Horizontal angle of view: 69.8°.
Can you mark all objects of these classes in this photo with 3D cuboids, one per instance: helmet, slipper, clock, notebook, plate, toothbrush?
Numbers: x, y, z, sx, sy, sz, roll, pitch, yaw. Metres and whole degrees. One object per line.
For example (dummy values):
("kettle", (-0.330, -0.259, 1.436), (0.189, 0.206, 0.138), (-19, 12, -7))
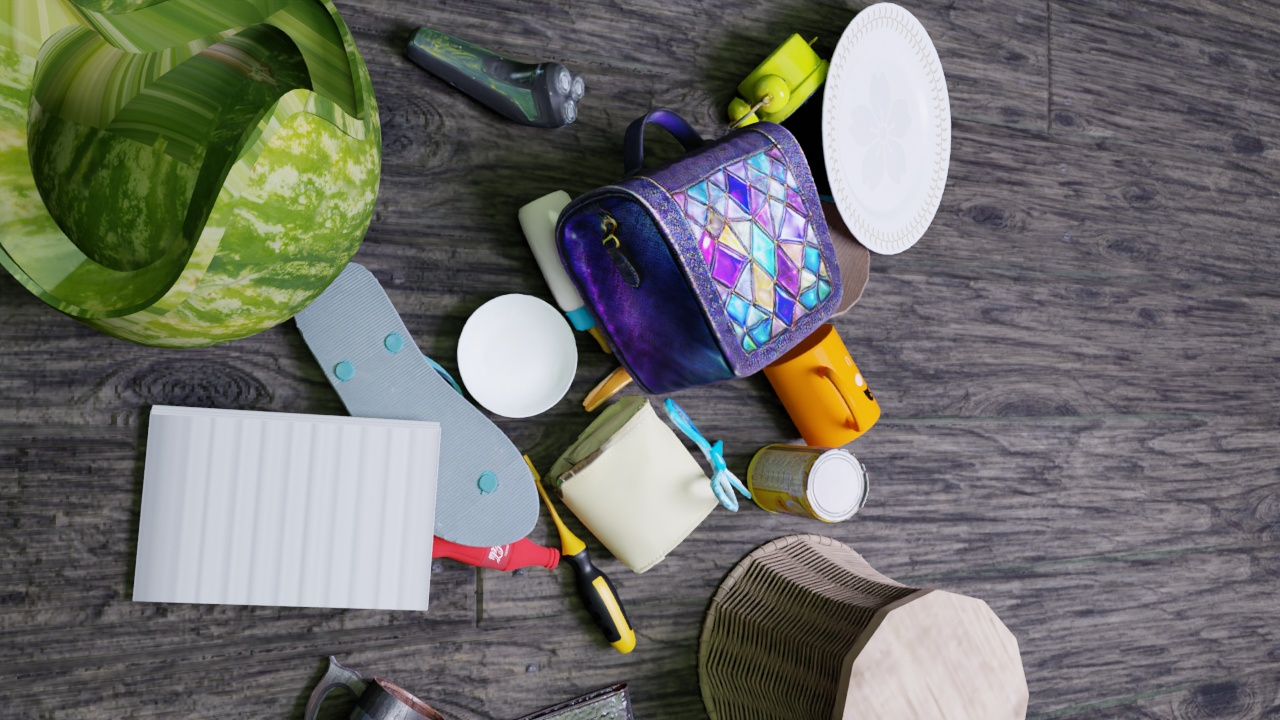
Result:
("helmet", (-0.283, -0.127, 0.595), (0.213, 0.246, 0.244), (24, 117, -1))
("slipper", (-0.187, 0.044, 0.739), (0.098, 0.055, 0.269), (-39, 92, -19))
("clock", (0.129, -0.255, 0.867), (0.057, 0.083, 0.118), (46, 68, -10))
("notebook", (-0.261, 0.111, 0.688), (0.209, 0.009, 0.142), (4, 87, -8))
("plate", (0.246, -0.228, 0.918), (0.241, 0.016, 0.242), (-7, 99, -44))
("plate", (-0.107, -0.003, 0.782), (0.104, 0.026, 0.104), (1, 86, -23))
("toothbrush", (-0.056, 0.169, 0.798), (0.030, 0.031, 0.196), (-31, 96, -33))

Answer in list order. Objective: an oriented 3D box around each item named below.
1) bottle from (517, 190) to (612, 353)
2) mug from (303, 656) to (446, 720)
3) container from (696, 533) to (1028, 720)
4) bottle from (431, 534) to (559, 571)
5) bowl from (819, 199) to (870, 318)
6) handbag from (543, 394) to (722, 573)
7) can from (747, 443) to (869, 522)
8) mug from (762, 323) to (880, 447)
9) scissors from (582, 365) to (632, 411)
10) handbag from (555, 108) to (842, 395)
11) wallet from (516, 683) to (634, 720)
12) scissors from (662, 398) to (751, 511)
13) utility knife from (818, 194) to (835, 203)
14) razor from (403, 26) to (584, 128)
("bottle", (-0.056, -0.073, 0.794), (0.051, 0.051, 0.146), (-28, 99, -22))
("mug", (-0.219, 0.299, 0.700), (0.116, 0.080, 0.107), (31, 73, 7))
("container", (0.196, 0.280, 0.810), (0.226, 0.196, 0.227), (1, 87, -24))
("bottle", (-0.125, 0.154, 0.762), (0.119, 0.036, 0.036), (17, 81, -23))
("bowl", (0.171, -0.098, 0.906), (0.117, 0.030, 0.118), (1, 87, -24))
("handbag", (-0.008, 0.104, 0.796), (0.111, 0.081, 0.119), (-43, 106, -12))
("can", (0.152, 0.112, 0.849), (0.067, 0.105, 0.067), (1, 87, -24))
("mug", (0.174, 0.028, 0.859), (0.077, 0.112, 0.096), (-32, 101, -3))
("scissors", (-0.007, 0.003, 0.834), (0.127, 0.013, 0.064), (-38, 102, -22))
("handbag", (0.051, -0.103, 0.774), (0.204, 0.126, 0.222), (-32, 102, -40))
("wallet", (-0.056, 0.345, 0.790), (0.119, 0.031, 0.099), (-11, 89, -23))
("scissors", (0.059, 0.081, 0.807), (0.011, 0.134, 0.137), (-37, 93, 14))
("utility knife", (0.192, -0.161, 0.929), (0.180, 0.015, 0.022), (-2, 92, -26))
("razor", (-0.121, -0.243, 0.767), (0.151, 0.067, 0.053), (21, 64, -13))
